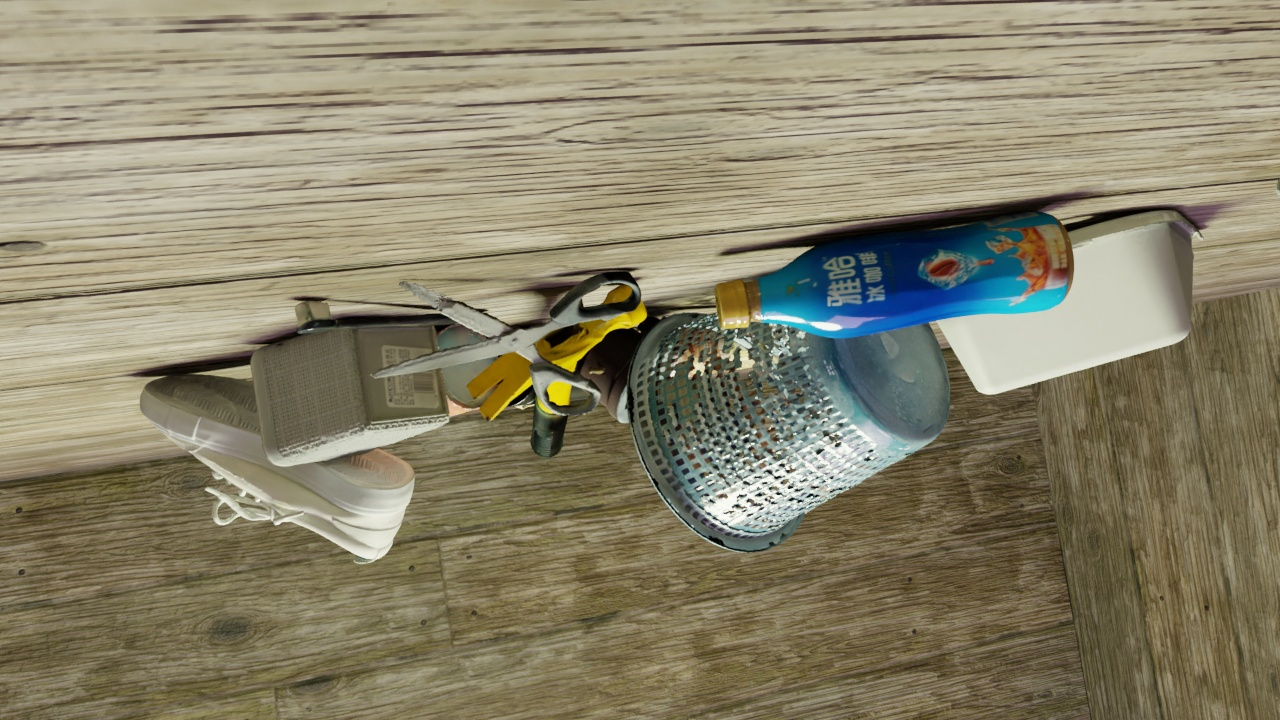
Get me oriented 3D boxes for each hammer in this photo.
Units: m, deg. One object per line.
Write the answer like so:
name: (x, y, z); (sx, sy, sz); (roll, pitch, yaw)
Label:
hammer: (-0.072, 0.031, 0.743); (0.128, 0.033, 0.301); (-29, 167, -15)

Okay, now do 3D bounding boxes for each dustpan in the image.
dustpan: (0.348, -0.080, 0.778); (0.223, 0.142, 0.256); (-20, -161, 31)

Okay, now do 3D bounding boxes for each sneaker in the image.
sneaker: (-0.298, 0.089, 0.745); (0.242, 0.091, 0.089); (23, -160, 12)

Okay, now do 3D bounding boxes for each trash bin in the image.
trash bin: (0.135, 0.027, 0.763); (0.226, 0.226, 0.196); (-5, 162, -44)

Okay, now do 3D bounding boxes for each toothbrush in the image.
toothbrush: (-0.153, -0.029, 0.596); (0.016, 0.018, 0.180); (-17, 175, 26)

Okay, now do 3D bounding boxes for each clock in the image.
clock: (-0.005, 0.005, 0.858); (0.055, 0.082, 0.121); (33, -132, 22)

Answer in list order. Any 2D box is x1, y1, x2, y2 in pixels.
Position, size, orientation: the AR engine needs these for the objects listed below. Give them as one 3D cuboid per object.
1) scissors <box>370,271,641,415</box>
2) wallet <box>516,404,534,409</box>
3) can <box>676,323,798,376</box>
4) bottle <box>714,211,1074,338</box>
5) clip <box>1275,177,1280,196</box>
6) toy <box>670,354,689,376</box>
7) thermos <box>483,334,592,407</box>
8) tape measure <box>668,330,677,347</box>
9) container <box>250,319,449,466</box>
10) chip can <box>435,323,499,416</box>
scissors: (-0.075, -0.011, 0.571); (0.180, 0.159, 0.014); (-28, -137, -12)
wallet: (-0.158, 0.022, 0.916); (0.115, 0.024, 0.087); (17, -175, 9)
can: (0.099, -0.020, 0.940); (0.116, 0.058, 0.058); (-10, 176, 22)
bottle: (0.157, -0.049, 0.586); (0.218, 0.065, 0.065); (-9, 176, -1)
clip: (0.426, -0.111, 0.568); (0.043, 0.027, 0.058); (11, 174, -32)
toy: (0.061, -0.004, 1.115); (0.160, 0.054, 0.121); (-10, -177, 30)
thermos: (-0.067, -0.002, 0.886); (0.090, 0.068, 0.242); (-44, 167, 17)
tape measure: (0.039, -0.022, 1.029); (0.058, 0.025, 0.054); (-7, 175, -6)
container: (-0.205, 0.020, 0.659); (0.115, 0.090, 0.090); (-15, 174, 38)
chip can: (-0.214, 0.029, 0.769); (0.215, 0.071, 0.071); (-17, 172, 37)
